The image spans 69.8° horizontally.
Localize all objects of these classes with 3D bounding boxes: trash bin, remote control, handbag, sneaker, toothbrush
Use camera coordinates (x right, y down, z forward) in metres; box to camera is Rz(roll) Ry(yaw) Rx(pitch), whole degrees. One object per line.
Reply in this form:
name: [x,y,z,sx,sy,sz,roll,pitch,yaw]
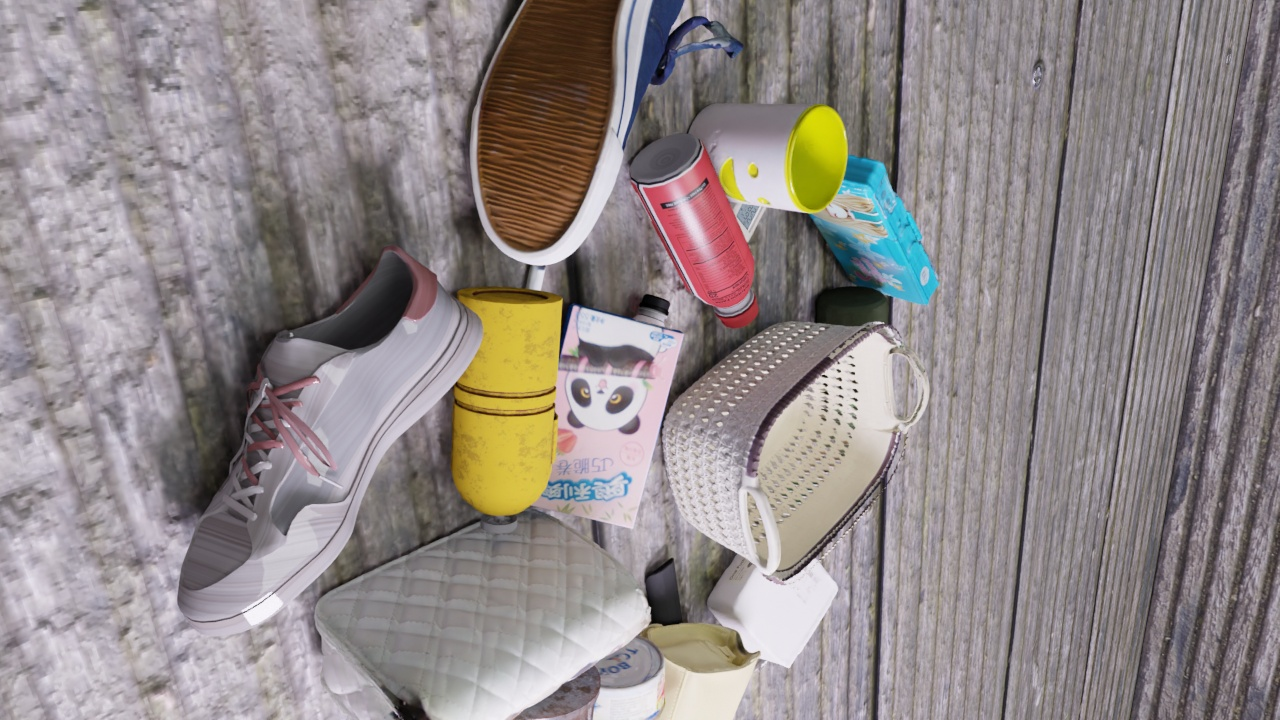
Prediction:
trash bin: [-0.100,0.325,0.665,0.130,0.131,0.211,-3,103,-47]
remote control: [0.028,0.251,0.866,0.033,0.015,0.147,-30,123,-38]
remote control: [0.109,-0.165,0.819,0.038,0.018,0.125,40,73,-46]
handbag: [0.044,0.310,0.841,0.111,0.081,0.119,6,104,-39]
sneaker: [-0.017,-0.194,0.623,0.294,0.121,0.127,-72,159,-7]
toothbrush: [-0.073,-0.065,0.653,0.012,0.017,0.187,11,95,-18]
sneaker: [-0.184,0.030,0.504,0.235,0.099,0.089,-59,138,-27]
handbag: [-0.104,0.181,0.609,0.194,0.139,0.072,-20,124,-41]

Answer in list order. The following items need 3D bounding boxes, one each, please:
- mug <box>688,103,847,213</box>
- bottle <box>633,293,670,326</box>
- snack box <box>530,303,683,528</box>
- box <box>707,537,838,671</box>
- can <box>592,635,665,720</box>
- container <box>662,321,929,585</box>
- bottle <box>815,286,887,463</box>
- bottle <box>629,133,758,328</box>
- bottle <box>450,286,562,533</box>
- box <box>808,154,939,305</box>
mug: [0.101,-0.166,0.742,0.082,0.106,0.083,-17,114,-43]
bottle: [-0.004,0.004,0.732,0.041,0.041,0.116,21,87,-49]
snack box: [-0.030,0.042,0.689,0.088,0.033,0.154,14,92,-9]
box: [0.145,0.263,0.947,0.111,0.101,0.189,-47,127,-25]
can: [-0.022,0.266,0.764,0.086,0.086,0.043,-15,113,-44]
container: [0.136,0.068,0.830,0.250,0.143,0.185,-36,128,-35]
bottle: [0.222,0.029,0.965,0.071,0.071,0.207,-27,121,-40]
bottle: [0.053,-0.096,0.746,0.062,0.062,0.177,-52,135,-23]
bottle: [-0.091,0.036,0.624,0.070,0.071,0.164,-9,109,-46]
box: [0.216,-0.126,0.876,0.226,0.094,0.039,40,76,-52]
